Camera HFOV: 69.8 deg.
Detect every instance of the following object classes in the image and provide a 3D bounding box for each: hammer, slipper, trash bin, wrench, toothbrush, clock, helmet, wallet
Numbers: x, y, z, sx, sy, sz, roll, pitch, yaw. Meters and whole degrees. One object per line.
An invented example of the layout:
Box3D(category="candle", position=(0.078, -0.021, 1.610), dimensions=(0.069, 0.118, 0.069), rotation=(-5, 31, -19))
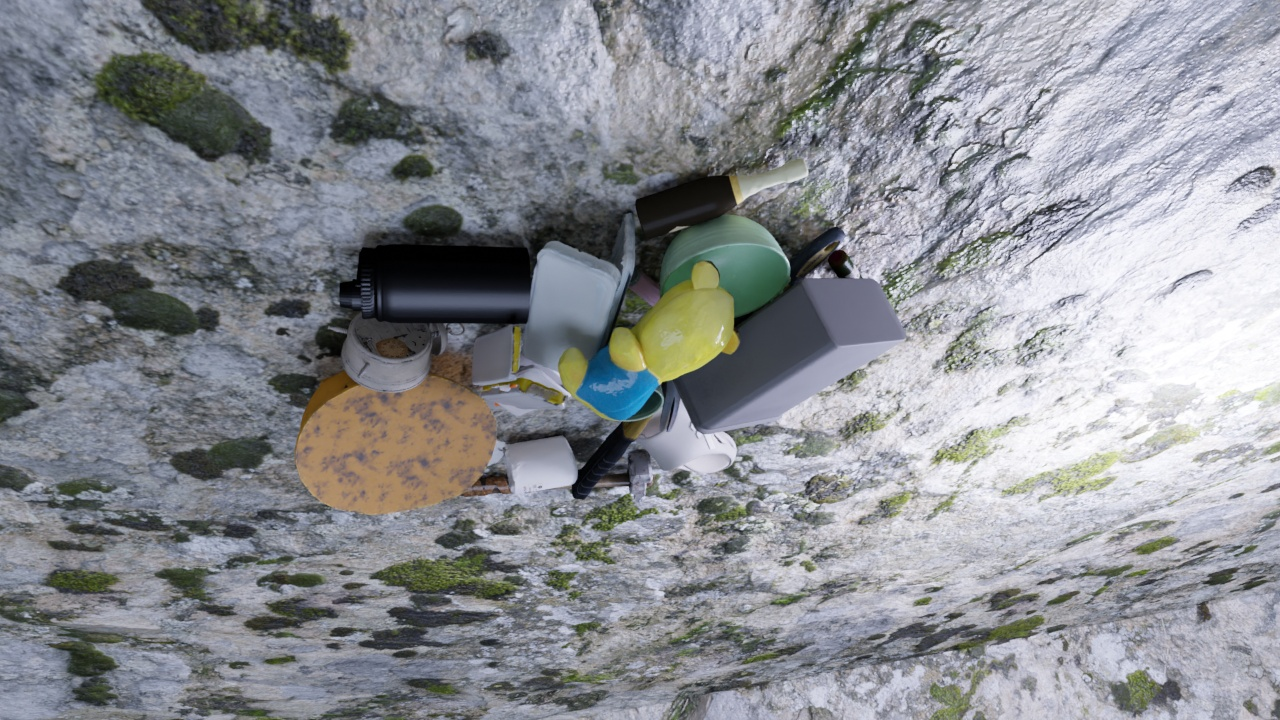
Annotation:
Box3D(category="hammer", position=(-0.135, 0.200, 1.490), dimensions=(0.318, 0.048, 0.122), rotation=(-1, 148, -10))
Box3D(category="slipper", position=(0.070, 0.137, 1.413), dimensions=(0.113, 0.080, 0.266), rotation=(-21, 145, 22))
Box3D(category="trash bin", position=(0.182, -0.006, 1.132), dimensions=(0.191, 0.097, 0.220), rotation=(-6, 156, -48))
Box3D(category="wrench", position=(0.151, -0.075, 1.156), dimensions=(0.073, 0.022, 0.274), rotation=(11, 137, -42))
Box3D(category="hammer", position=(-0.026, 0.111, 1.306), dimensions=(0.025, 0.117, 0.334), rotation=(11, 142, -23))
Box3D(category="toothbrush", position=(0.047, -0.059, 1.165), dimensions=(0.026, 0.027, 0.222), rotation=(-41, 139, 12))
Box3D(category="clock", position=(-0.278, -0.026, 1.084), dimensions=(0.156, 0.103, 0.061), rotation=(-18, 148, -36))
Box3D(category="helmet", position=(-0.327, 0.080, 1.181), dimensions=(0.255, 0.131, 0.205), rotation=(11, 112, -40))
Box3D(category="wallet", position=(-0.171, 0.037, 1.245), dimensions=(0.115, 0.037, 0.118), rotation=(-20, 148, 16))

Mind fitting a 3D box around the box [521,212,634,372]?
Box3D(category="box", position=(-0.058, -0.081, 1.061), dimensions=(0.106, 0.126, 0.216), rotation=(27, 144, 3))

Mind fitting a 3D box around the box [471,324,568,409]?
Box3D(category="box", position=(-0.155, 0.018, 1.085), dimensions=(0.057, 0.117, 0.210), rotation=(-36, -170, -19))

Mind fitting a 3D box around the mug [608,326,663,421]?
Box3D(category="mug", position=(-0.007, 0.007, 1.179), dimensions=(0.112, 0.104, 0.084), rotation=(-34, 140, 32))

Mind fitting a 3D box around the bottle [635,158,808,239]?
Box3D(category="bottle", position=(0.088, -0.178, 0.981), dimensions=(0.185, 0.045, 0.045), rotation=(-16, 146, 10))

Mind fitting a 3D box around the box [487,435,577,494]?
Box3D(category="box", position=(-0.182, 0.159, 1.386), dimensions=(0.166, 0.092, 0.084), rotation=(-10, 151, -16))

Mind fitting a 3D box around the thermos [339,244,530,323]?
Box3D(category="thermos", position=(-0.225, -0.083, 1.006), dimensions=(0.198, 0.086, 0.086), rotation=(0, 145, -14))

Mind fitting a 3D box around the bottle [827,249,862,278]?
Box3D(category="bottle", position=(0.265, -0.104, 1.155), dimensions=(0.025, 0.025, 0.106), rotation=(-25, 143, 21))

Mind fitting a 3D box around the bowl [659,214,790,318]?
Box3D(category="bowl", position=(0.089, -0.114, 1.045), dimensions=(0.151, 0.077, 0.151), rotation=(-8, 151, -5))

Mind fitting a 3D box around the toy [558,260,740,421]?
Box3D(category="toy", position=(0.018, -0.009, 1.022), dimensions=(0.214, 0.084, 0.149), rotation=(-31, 156, 10))
